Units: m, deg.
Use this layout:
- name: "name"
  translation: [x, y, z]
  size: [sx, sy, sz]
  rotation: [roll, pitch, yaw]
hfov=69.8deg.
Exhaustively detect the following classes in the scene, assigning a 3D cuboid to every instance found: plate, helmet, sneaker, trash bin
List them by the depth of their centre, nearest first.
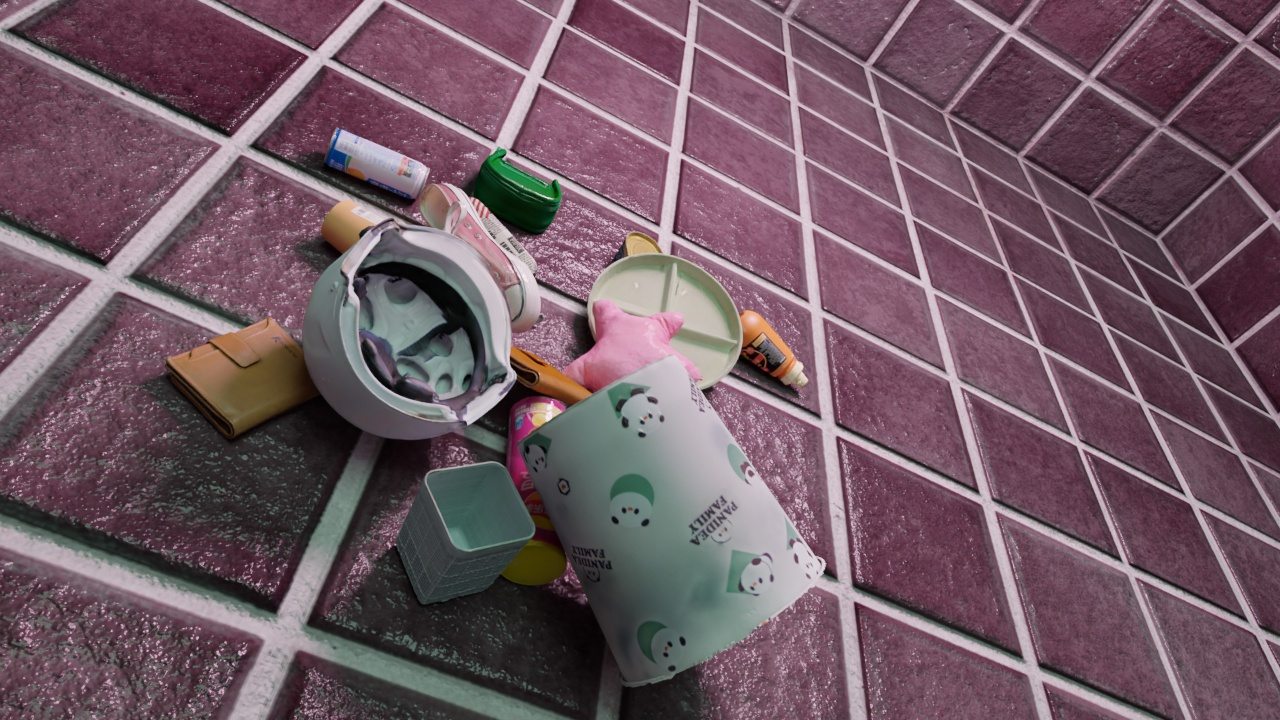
- name: "trash bin"
  translation: [0.019, 0.146, 0.903]
  size: [0.228, 0.230, 0.252]
  rotation: [-24, 83, -50]
- name: "helmet"
  translation: [-0.257, -0.020, 0.984]
  size: [0.229, 0.146, 0.257]
  rotation: [51, 29, -21]
- name: "sneaker"
  translation: [-0.222, -0.132, 1.176]
  size: [0.241, 0.118, 0.087]
  rotation: [54, 27, 15]
- name: "plate"
  translation: [0.034, -0.052, 1.305]
  size: [0.230, 0.028, 0.229]
  rotation: [7, 61, -13]

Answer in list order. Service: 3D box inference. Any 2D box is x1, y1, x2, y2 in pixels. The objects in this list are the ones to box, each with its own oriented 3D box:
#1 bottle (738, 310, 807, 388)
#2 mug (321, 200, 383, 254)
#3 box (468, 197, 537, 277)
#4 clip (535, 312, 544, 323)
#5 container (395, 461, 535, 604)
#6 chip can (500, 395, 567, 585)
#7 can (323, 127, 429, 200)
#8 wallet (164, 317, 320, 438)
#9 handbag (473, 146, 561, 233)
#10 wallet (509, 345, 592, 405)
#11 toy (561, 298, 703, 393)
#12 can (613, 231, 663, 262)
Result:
- name: "bottle"
  translation: [0.201, -0.011, 1.426]
  size: [0.149, 0.067, 0.066]
  rotation: [42, 36, -4]
- name: "mug"
  translation: [-0.330, -0.143, 1.140]
  size: [0.123, 0.078, 0.078]
  rotation: [34, 36, 6]
- name: "box"
  translation: [-0.205, -0.156, 1.245]
  size: [0.075, 0.082, 0.163]
  rotation: [-30, 71, -35]
- name: "clip"
  translation: [-0.155, -0.061, 1.226]
  size: [0.058, 0.026, 0.038]
  rotation: [2, 40, -37]
- name: "container"
  translation: [-0.174, 0.169, 0.880]
  size: [0.089, 0.112, 0.090]
  rotation: [-4, 51, -42]
- name: "chip can"
  translation: [-0.114, 0.135, 0.998]
  size: [0.071, 0.072, 0.210]
  rotation: [20, 39, -20]
- name: "can"
  translation: [-0.364, -0.270, 1.269]
  size: [0.134, 0.053, 0.053]
  rotation: [21, 39, -19]
- name: "wallet"
  translation: [-0.400, 0.015, 0.944]
  size: [0.108, 0.031, 0.131]
  rotation: [43, 35, 8]
- name: "handbag"
  translation: [-0.183, -0.264, 1.393]
  size: [0.131, 0.068, 0.120]
  rotation: [25, 37, -15]
- name: "wallet"
  translation: [-0.126, 0.016, 1.107]
  size: [0.119, 0.035, 0.130]
  rotation: [37, 5, 32]
- name: "toy"
  translation: [-0.007, 0.007, 1.190]
  size: [0.178, 0.075, 0.194]
  rotation: [15, 56, 10]
- name: "can"
  translation: [0.003, -0.133, 1.410]
  size: [0.074, 0.049, 0.148]
  rotation: [12, 42, -28]
